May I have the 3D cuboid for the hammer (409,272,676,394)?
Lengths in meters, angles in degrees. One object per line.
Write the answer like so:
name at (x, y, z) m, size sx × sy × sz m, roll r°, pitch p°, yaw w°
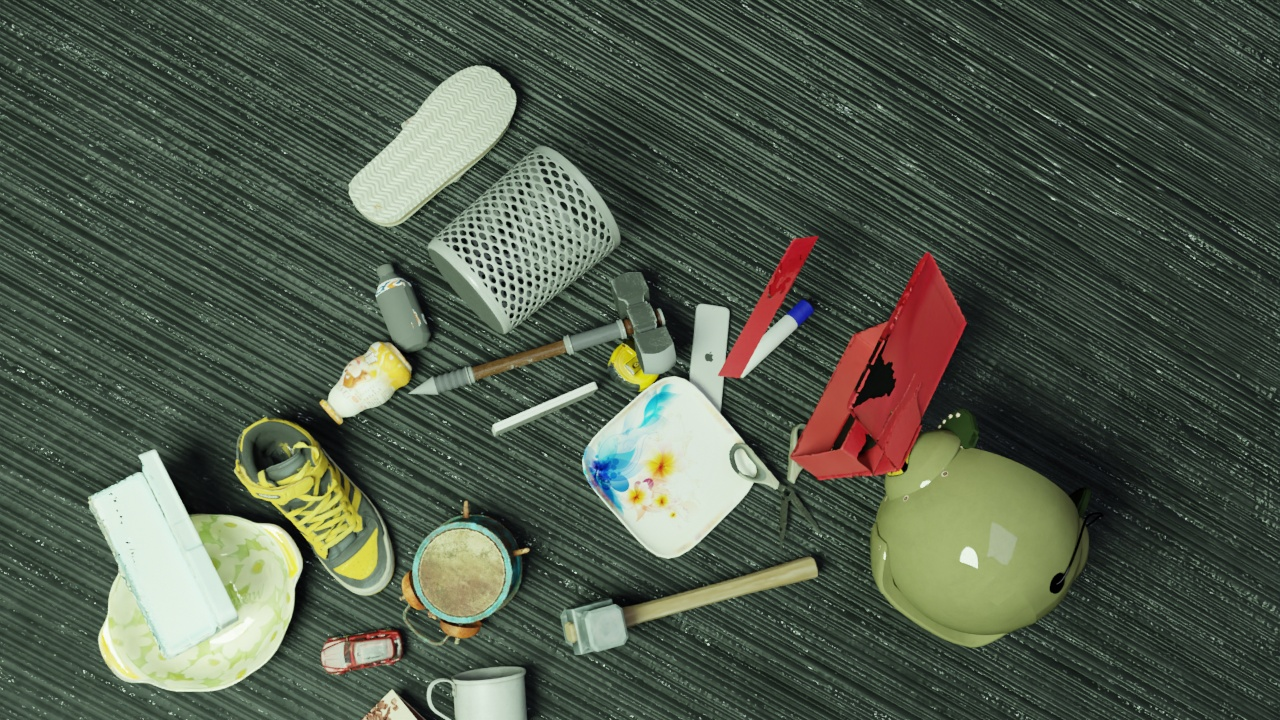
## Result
hammer at (-0.125, -0.008, 1.132) m, size 0.322 × 0.043 × 0.156 m, roll -17°, pitch 54°, yaw -7°

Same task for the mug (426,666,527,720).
mug at (-0.183, 0.387, 1.029) m, size 0.113 × 0.084 × 0.070 m, roll 0°, pitch 80°, yaw -27°

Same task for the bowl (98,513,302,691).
bowl at (-0.477, 0.265, 1.017) m, size 0.219 × 0.060 × 0.188 m, roll -33°, pitch 86°, yaw -14°

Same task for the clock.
clock at (-0.209, 0.254, 1.063) m, size 0.121 × 0.073 × 0.157 m, roll 37°, pitch 90°, yaw 4°

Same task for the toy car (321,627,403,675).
toy car at (-0.317, 0.332, 1.047) m, size 0.091 × 0.036 × 0.042 m, roll -7°, pitch 80°, yaw -6°

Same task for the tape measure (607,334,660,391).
tape measure at (-0.007, 0.007, 1.169) m, size 0.064 × 0.037 × 0.065 m, roll -43°, pitch 88°, yaw -16°

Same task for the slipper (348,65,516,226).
slipper at (-0.264, -0.272, 1.174) m, size 0.115 × 0.052 × 0.262 m, roll 38°, pitch 71°, yaw 1°

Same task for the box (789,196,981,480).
box at (0.297, 0.012, 1.046) m, size 0.124 × 0.379 × 0.211 m, roll 29°, pitch 71°, yaw 8°

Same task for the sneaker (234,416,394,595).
sneaker at (-0.363, 0.160, 1.028) m, size 0.086 × 0.122 × 0.238 m, roll -39°, pitch 86°, yaw -14°

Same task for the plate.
plate at (0.037, 0.133, 1.155) m, size 0.186 × 0.016 × 0.187 m, roll -42°, pitch 93°, yaw -16°

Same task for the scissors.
scissors at (0.184, 0.151, 1.178) m, size 0.170 × 0.013 × 0.157 m, roll 40°, pitch 68°, yaw -13°

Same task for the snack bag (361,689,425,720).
snack bag at (-0.239, 0.473, 1.011) m, size 0.094 × 0.070 × 0.206 m, roll -44°, pitch 88°, yaw -16°

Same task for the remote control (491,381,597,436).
remote control at (-0.119, 0.059, 1.130) m, size 0.135 × 0.050 × 0.011 m, roll -23°, pitch 83°, yaw -14°

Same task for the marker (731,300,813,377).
marker at (0.175, -0.029, 1.216) m, size 0.133 × 0.027 × 0.023 m, roll -42°, pitch 88°, yaw -13°

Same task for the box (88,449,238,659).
box at (-0.497, 0.203, 0.960) m, size 0.122 × 0.078 × 0.197 m, roll -31°, pitch 83°, yaw 4°

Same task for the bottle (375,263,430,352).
bottle at (-0.295, -0.065, 1.127) m, size 0.047 × 0.047 × 0.112 m, roll -22°, pitch 83°, yaw -14°

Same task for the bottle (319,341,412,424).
bottle at (-0.327, 0.029, 1.093) m, size 0.109 × 0.063 × 0.063 m, roll -44°, pitch 89°, yaw -16°

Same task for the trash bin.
trash bin at (-0.144, -0.142, 1.117) m, size 0.183 × 0.157 × 0.156 m, roll -42°, pitch 88°, yaw -13°

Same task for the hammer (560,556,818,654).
hammer at (0.067, 0.285, 1.100) m, size 0.322 × 0.117 × 0.051 m, roll -9°, pitch 80°, yaw -21°

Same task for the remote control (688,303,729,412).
remote control at (0.089, -0.002, 1.203) m, size 0.045 × 0.008 × 0.146 m, roll 8°, pitch 78°, yaw -9°

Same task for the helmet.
helmet at (0.381, 0.207, 1.073) m, size 0.250 × 0.256 × 0.232 m, roll 32°, pitch 71°, yaw -3°
